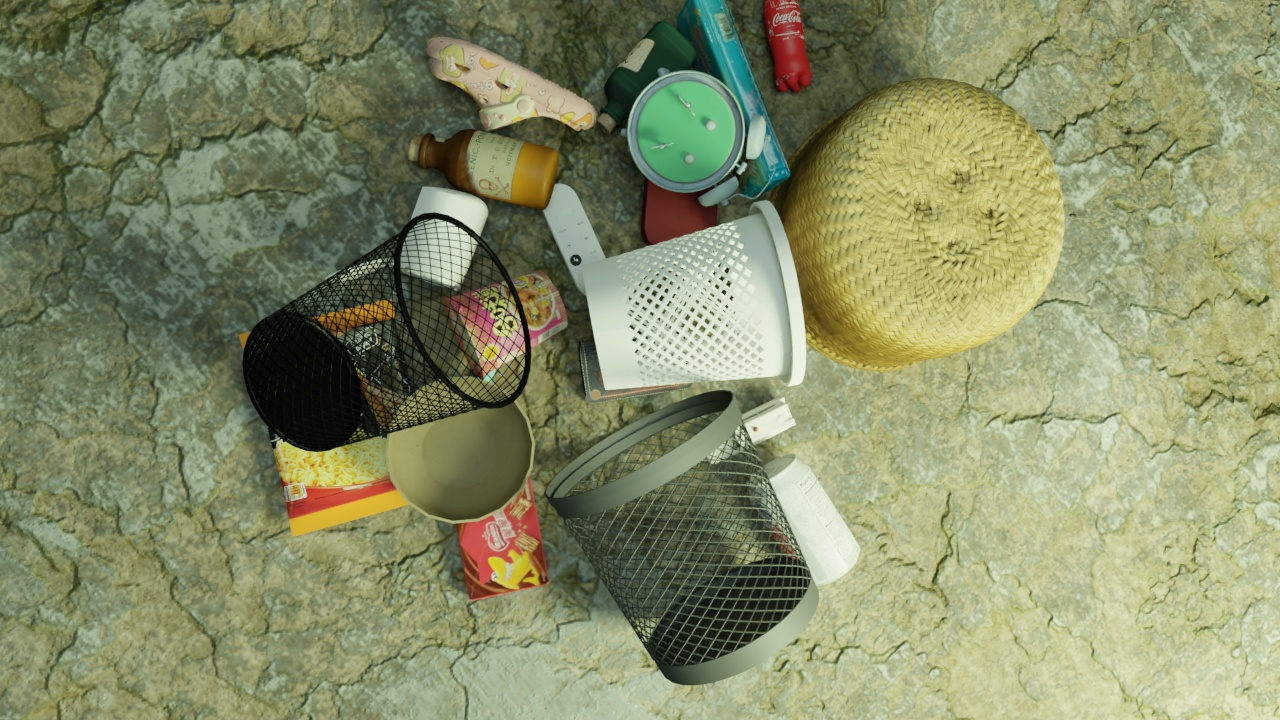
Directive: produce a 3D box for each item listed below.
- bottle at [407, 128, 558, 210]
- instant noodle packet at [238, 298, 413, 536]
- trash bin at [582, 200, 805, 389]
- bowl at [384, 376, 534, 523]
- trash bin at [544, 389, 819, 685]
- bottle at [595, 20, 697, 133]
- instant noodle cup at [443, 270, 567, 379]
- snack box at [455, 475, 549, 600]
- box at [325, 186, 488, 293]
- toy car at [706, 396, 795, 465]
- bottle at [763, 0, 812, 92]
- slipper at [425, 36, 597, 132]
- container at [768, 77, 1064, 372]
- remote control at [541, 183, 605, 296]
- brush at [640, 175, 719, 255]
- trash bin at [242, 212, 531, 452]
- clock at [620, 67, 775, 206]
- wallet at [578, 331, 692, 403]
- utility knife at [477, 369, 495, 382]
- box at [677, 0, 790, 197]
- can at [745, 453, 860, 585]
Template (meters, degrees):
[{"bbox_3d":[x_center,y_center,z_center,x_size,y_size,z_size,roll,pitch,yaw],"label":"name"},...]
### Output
[{"bbox_3d":[-0.171,-0.212,0.992,0.157,0.068,0.068,13,86,0],"label":"bottle"},{"bbox_3d":[-0.318,0.059,0.980,0.159,0.032,0.221,-15,91,-12],"label":"instant noodle packet"},{"bbox_3d":[0.050,-0.052,0.962,0.199,0.195,0.195,-11,90,-1],"label":"trash bin"},{"bbox_3d":[-0.191,0.095,0.971,0.152,0.050,0.152,2,82,-13],"label":"bowl"},{"bbox_3d":[0.051,0.183,0.955,0.217,0.218,0.227,-29,98,-9],"label":"trash bin"},{"bbox_3d":[-0.001,-0.309,1.029,0.061,0.061,0.131,41,82,-9],"label":"bottle"},{"bbox_3d":[-0.142,-0.045,0.988,0.108,0.098,0.097,-25,93,-18],"label":"instant noodle cup"},{"bbox_3d":[-0.156,0.189,1.010,0.089,0.021,0.133,-11,90,-10],"label":"snack box"},{"bbox_3d":[-0.247,-0.125,0.976,0.141,0.083,0.140,18,87,-15],"label":"box"},{"bbox_3d":[0.124,0.081,1.053,0.113,0.039,0.039,-25,93,-10],"label":"toy car"},{"bbox_3d":[0.168,-0.386,1.070,0.042,0.042,0.141,-10,90,-10],"label":"bottle"},{"bbox_3d":[-0.146,-0.283,0.993,0.197,0.093,0.081,23,102,-4],"label":"slipper"},{"bbox_3d":[0.299,-0.145,1.012,0.307,0.197,0.307,0,88,-8],"label":"container"},{"bbox_3d":[-0.072,-0.135,1.037,0.043,0.013,0.136,-25,93,-10],"label":"remote control"},{"bbox_3d":[0.045,-0.204,1.044,0.082,0.042,0.173,5,88,-10],"label":"brush"},{"bbox_3d":[-0.242,-0.012,0.860,0.211,0.183,0.184,-21,92,24],"label":"trash bin"},{"bbox_3d":[0.067,-0.230,0.967,0.161,0.075,0.122,34,108,1],"label":"clock"},{"bbox_3d":[-0.006,0.006,1.042,0.123,0.019,0.072,-8,89,-10],"label":"wallet"},{"bbox_3d":[-0.180,0.039,1.014,0.022,0.015,0.126,23,83,-10],"label":"utility knife"},{"bbox_3d":[0.105,-0.300,1.031,0.041,0.094,0.227,-22,92,-8],"label":"box"},{"bbox_3d":[0.183,0.181,1.041,0.078,0.078,0.136,-33,94,-9],"label":"can"}]
